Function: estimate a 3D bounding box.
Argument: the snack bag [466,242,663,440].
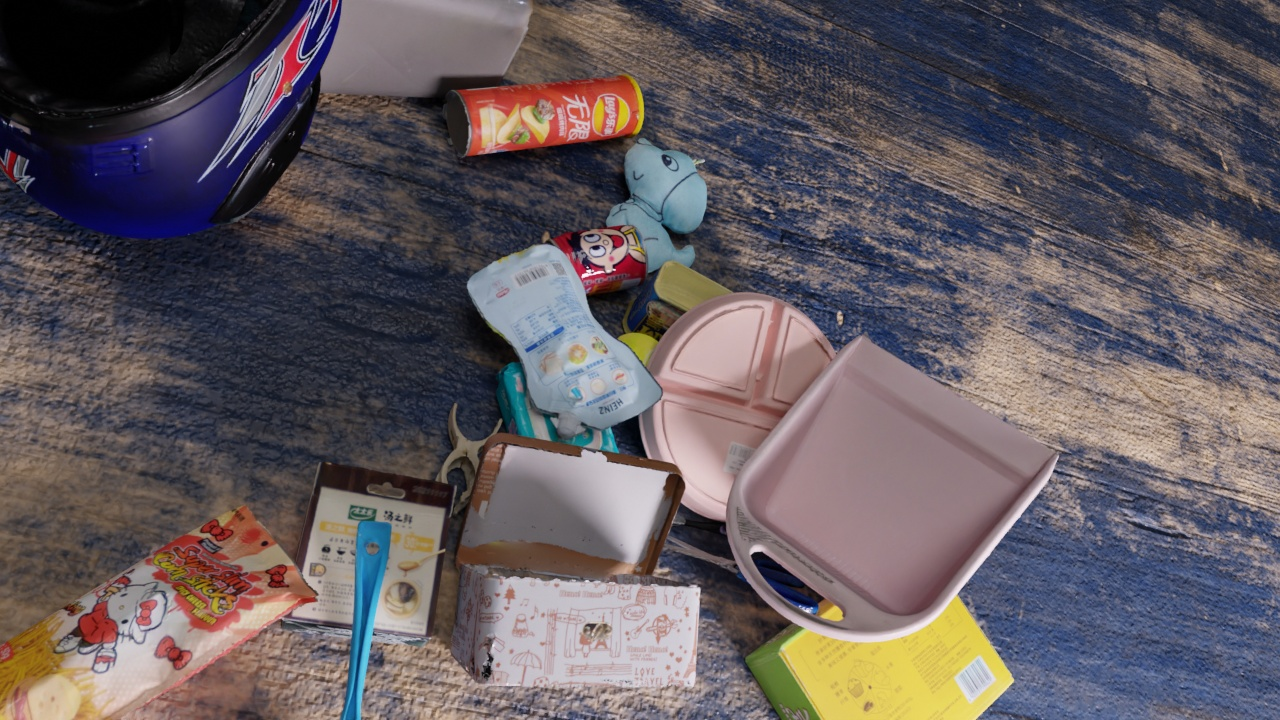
[{"bbox_3d":[-0.072,-0.018,0.846,0.110,0.039,0.191,-23,71,-31],"label":"snack bag"}]

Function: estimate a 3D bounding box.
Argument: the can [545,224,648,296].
[{"bbox_3d":[-0.047,-0.101,0.940,0.093,0.067,0.066,-12,69,-21],"label":"can"}]

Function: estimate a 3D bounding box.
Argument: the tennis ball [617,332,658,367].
[{"bbox_3d":[-0.005,0.005,0.906,0.065,0.066,0.065,11,60,-19],"label":"tennis ball"}]

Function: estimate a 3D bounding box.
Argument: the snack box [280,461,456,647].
[{"bbox_3d":[-0.216,0.157,0.737,0.113,0.053,0.125,13,59,-17],"label":"snack box"}]

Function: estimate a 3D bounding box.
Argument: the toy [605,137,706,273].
[{"bbox_3d":[0.024,-0.177,1.027,0.156,0.050,0.161,-32,81,-29],"label":"toy"}]

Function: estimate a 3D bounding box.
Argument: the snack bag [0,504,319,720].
[{"bbox_3d":[-0.348,0.189,0.645,0.207,0.073,0.129,-34,46,-31],"label":"snack bag"}]

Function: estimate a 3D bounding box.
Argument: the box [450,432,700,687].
[{"bbox_3d":[-0.049,0.156,0.749,0.182,0.155,0.187,8,82,-21],"label":"box"}]

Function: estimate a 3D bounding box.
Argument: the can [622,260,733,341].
[{"bbox_3d":[0.044,-0.046,0.945,0.102,0.083,0.057,27,56,-9],"label":"can"}]

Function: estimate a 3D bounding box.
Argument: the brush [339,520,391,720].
[{"bbox_3d":[-0.211,0.245,0.669,0.083,0.046,0.254,7,74,-10],"label":"brush"}]

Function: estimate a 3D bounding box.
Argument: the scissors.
[{"bbox_3d":[0.090,0.194,0.846,0.165,0.156,0.012,14,101,-38],"label":"scissors"}]

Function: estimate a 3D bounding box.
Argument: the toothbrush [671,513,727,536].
[{"bbox_3d":[0.098,0.168,0.897,0.189,0.017,0.014,15,69,-19],"label":"toothbrush"}]

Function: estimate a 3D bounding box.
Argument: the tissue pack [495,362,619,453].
[{"bbox_3d":[-0.075,0.064,0.852,0.093,0.050,0.133,-8,67,-28],"label":"tissue pack"}]

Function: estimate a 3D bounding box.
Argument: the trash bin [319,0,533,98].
[{"bbox_3d":[-0.246,-0.379,0.935,0.219,0.200,0.198,-1,64,-32],"label":"trash bin"}]

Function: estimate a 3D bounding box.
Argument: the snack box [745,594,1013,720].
[{"bbox_3d":[0.224,0.288,0.856,0.209,0.070,0.157,-25,76,-32],"label":"snack box"}]

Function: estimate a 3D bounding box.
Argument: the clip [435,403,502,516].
[{"bbox_3d":[-0.158,0.086,0.815,0.071,0.035,0.099,21,52,-12],"label":"clip"}]

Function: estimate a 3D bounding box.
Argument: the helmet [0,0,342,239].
[{"bbox_3d":[-0.381,-0.246,0.754,0.247,0.241,0.314,37,73,-1],"label":"helmet"}]

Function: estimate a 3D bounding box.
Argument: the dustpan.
[{"bbox_3d":[0.210,0.112,0.805,0.222,0.139,0.273,32,84,24],"label":"dustpan"}]

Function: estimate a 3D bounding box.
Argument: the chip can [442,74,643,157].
[{"bbox_3d":[-0.103,-0.270,1.004,0.216,0.073,0.073,-14,71,-30],"label":"chip can"}]

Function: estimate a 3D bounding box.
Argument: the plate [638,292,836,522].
[{"bbox_3d":[0.109,0.047,0.899,0.229,0.028,0.229,-1,92,-22],"label":"plate"}]
